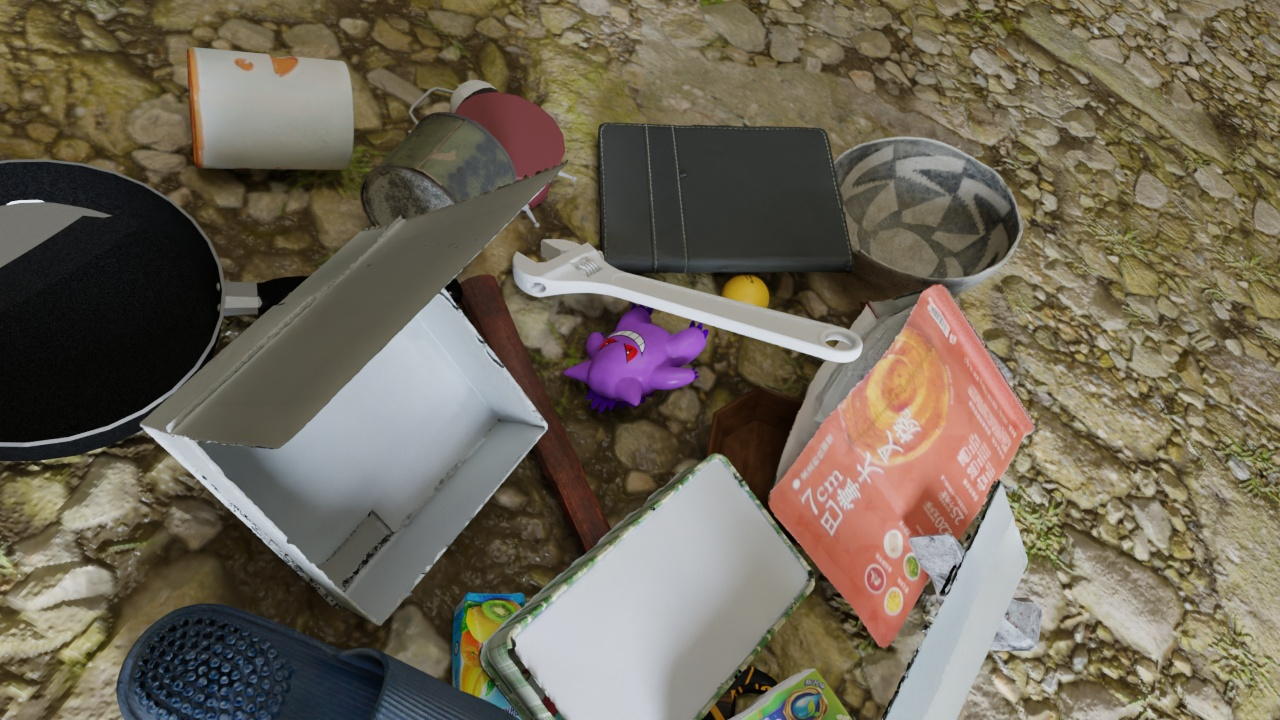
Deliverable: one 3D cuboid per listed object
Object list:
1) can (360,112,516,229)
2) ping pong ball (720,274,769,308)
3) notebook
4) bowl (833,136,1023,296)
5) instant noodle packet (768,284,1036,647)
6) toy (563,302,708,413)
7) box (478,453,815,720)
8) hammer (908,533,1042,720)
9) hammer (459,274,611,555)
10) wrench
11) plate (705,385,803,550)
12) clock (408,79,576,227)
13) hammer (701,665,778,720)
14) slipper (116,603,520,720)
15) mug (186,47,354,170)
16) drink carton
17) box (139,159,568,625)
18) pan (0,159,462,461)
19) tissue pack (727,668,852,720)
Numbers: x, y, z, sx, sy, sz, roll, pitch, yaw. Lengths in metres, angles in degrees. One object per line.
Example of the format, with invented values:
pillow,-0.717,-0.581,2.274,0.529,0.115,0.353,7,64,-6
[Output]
can,-0.148,-0.126,0.680,0.090,0.090,0.074,30,52,-3
ping pong ball,0.087,-0.052,0.764,0.040,0.040,0.040,11,56,-17
notebook,0.068,-0.143,0.791,0.209,0.029,0.169,2,56,-6
bowl,0.250,-0.119,0.847,0.178,0.081,0.178,1,57,-1
instant noodle packet,0.190,0.077,0.680,0.164,0.084,0.220,51,57,-21
toy,-0.004,0.004,0.681,0.106,0.056,0.087,22,38,36
box,0.012,0.155,0.557,0.204,0.050,0.117,-37,89,-38
hammer,0.190,0.267,0.593,0.121,0.049,0.317,42,55,-24
hammer,-0.058,0.066,0.636,0.110,0.028,0.300,-16,67,-29
wrench,0.030,-0.044,0.684,0.273,0.018,0.066,17,40,16
plate,0.104,0.085,0.694,0.131,0.025,0.131,11,56,-17
clock,-0.121,-0.175,0.748,0.137,0.048,0.096,32,53,-2
hammer,0.071,0.333,0.520,0.123,0.036,0.320,4,56,-22
slipper,-0.146,0.186,0.457,0.264,0.083,0.101,22,53,9
mug,-0.269,-0.181,0.667,0.105,0.082,0.082,-5,62,-26
drink carton,-0.085,0.200,0.531,0.044,0.039,0.128,7,57,-24
box,-0.142,-0.057,0.376,0.173,0.514,0.166,32,61,12
pan,-0.294,-0.035,0.588,0.355,0.044,0.204,-2,61,-24
tissue pack,0.108,0.262,0.465,0.120,0.142,0.197,-32,70,-28
